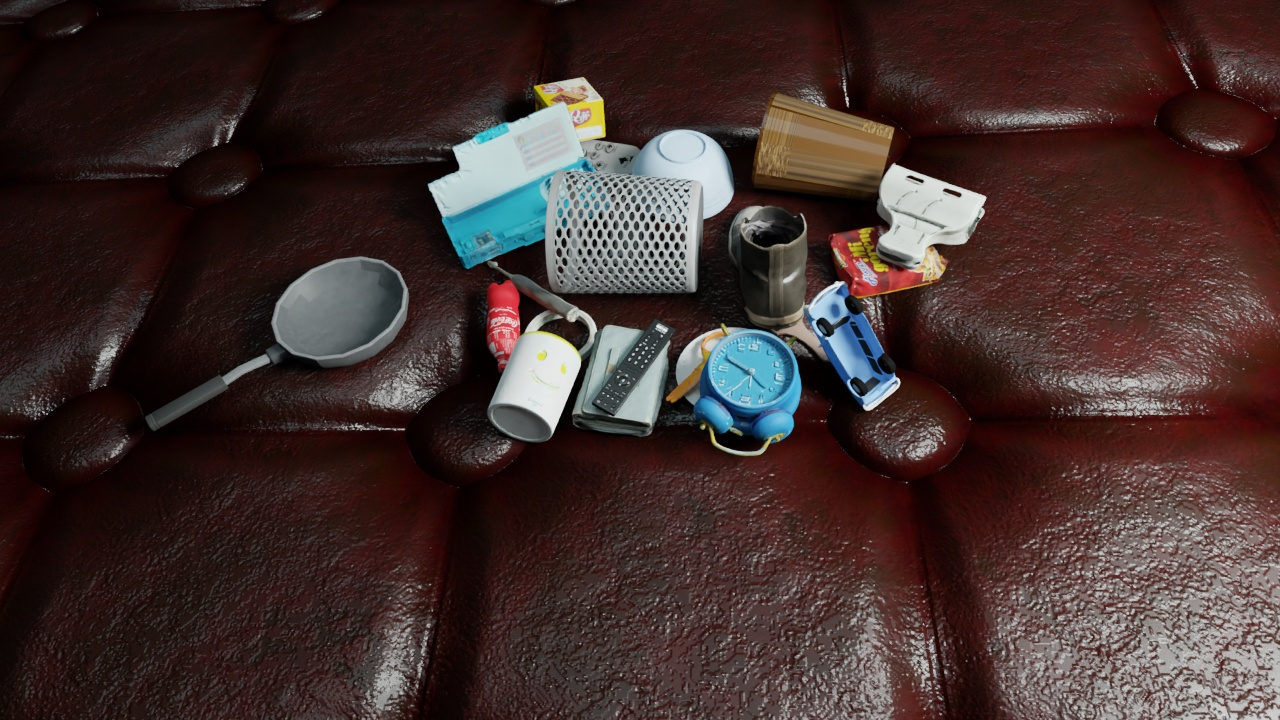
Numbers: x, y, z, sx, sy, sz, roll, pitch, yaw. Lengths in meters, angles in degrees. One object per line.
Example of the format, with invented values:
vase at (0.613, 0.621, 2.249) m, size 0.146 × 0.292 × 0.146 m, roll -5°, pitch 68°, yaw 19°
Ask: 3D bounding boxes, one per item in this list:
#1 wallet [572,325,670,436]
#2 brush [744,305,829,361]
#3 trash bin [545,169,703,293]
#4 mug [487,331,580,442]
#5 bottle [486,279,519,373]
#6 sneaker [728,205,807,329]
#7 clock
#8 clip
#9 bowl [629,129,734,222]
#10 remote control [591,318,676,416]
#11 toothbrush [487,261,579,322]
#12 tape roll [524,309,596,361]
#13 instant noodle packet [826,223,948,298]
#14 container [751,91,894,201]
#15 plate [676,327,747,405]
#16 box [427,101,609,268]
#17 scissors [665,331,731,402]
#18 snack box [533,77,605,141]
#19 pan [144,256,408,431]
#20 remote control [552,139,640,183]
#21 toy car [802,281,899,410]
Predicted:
wallet at (-0.022, 0.025, 1.092) m, size 0.100 × 0.054 × 0.131 m, roll 4°, pitch 58°, yaw 12°
brush at (0.190, -0.043, 1.136) m, size 0.049 × 0.015 × 0.135 m, roll -34°, pitch 55°, yaw -20°
trash bin at (-0.015, -0.160, 1.170) m, size 0.183 × 0.157 × 0.156 m, roll 3°, pitch 52°, yaw 6°
mug at (-0.124, 0.031, 1.077) m, size 0.082 × 0.083 × 0.106 m, roll 9°, pitch 54°, yaw 14°
bottle at (-0.174, -0.042, 1.167) m, size 0.042 × 0.042 × 0.141 m, roll -8°, pitch 52°, yaw 1°
sneaker at (0.158, -0.156, 1.157) m, size 0.095 × 0.120 × 0.234 m, roll -1°, pitch 39°, yaw 6°
clock at (0.122, 0.037, 1.035) m, size 0.117 × 0.060 × 0.161 m, roll 9°, pitch 61°, yaw 7°
clip at (0.351, -0.187, 1.141) m, size 0.126 × 0.105 × 0.151 m, roll 26°, pitch 48°, yaw 23°
bowl at (0.059, -0.273, 1.290) m, size 0.150 × 0.075 × 0.150 m, roll -1°, pitch 52°, yaw 1°
remote control at (-0.006, 0.006, 1.068) m, size 0.030 × 0.009 × 0.139 m, roll 29°, pitch 61°, yaw 13°
toothbrush at (-0.148, -0.096, 1.209) m, size 0.024 × 0.022 × 0.186 m, roll -12°, pitch 33°, yaw -44°
tape roll at (-0.101, -0.029, 1.165) m, size 0.093 × 0.013 × 0.092 m, roll -3°, pitch 52°, yaw 4°
instant noodle packet at (0.314, -0.133, 1.177) m, size 0.135 × 0.040 × 0.098 m, roll -12°, pitch 58°, yaw -3°
container at (0.250, -0.284, 1.254) m, size 0.167 × 0.132 × 0.131 m, roll 14°, pitch 55°, yaw 11°
plate at (0.111, 0.015, 1.103) m, size 0.134 × 0.011 × 0.134 m, roll -4°, pitch 52°, yaw 5°
box at (-0.175, -0.242, 1.295) m, size 0.227 × 0.084 × 0.171 m, roll -25°, pitch 87°, yaw -8°
scissors at (0.078, 0.013, 1.094) m, size 0.065 × 0.013 × 0.128 m, roll 32°, pitch 61°, yaw 28°
snack box at (-0.109, -0.379, 1.396) m, size 0.083 × 0.061 × 0.105 m, roll -15°, pitch 39°, yaw -14°
pan at (-0.460, -0.012, 1.181) m, size 0.356 × 0.041 × 0.178 m, roll -34°, pitch 55°, yaw -18°
remote control at (-0.075, -0.302, 1.373) m, size 0.151 × 0.019 × 0.074 m, roll 12°, pitch 55°, yaw 17°
toy car at (0.237, -0.018, 1.040) m, size 0.056 × 0.153 × 0.055 m, roll -37°, pitch 19°, yaw -10°
